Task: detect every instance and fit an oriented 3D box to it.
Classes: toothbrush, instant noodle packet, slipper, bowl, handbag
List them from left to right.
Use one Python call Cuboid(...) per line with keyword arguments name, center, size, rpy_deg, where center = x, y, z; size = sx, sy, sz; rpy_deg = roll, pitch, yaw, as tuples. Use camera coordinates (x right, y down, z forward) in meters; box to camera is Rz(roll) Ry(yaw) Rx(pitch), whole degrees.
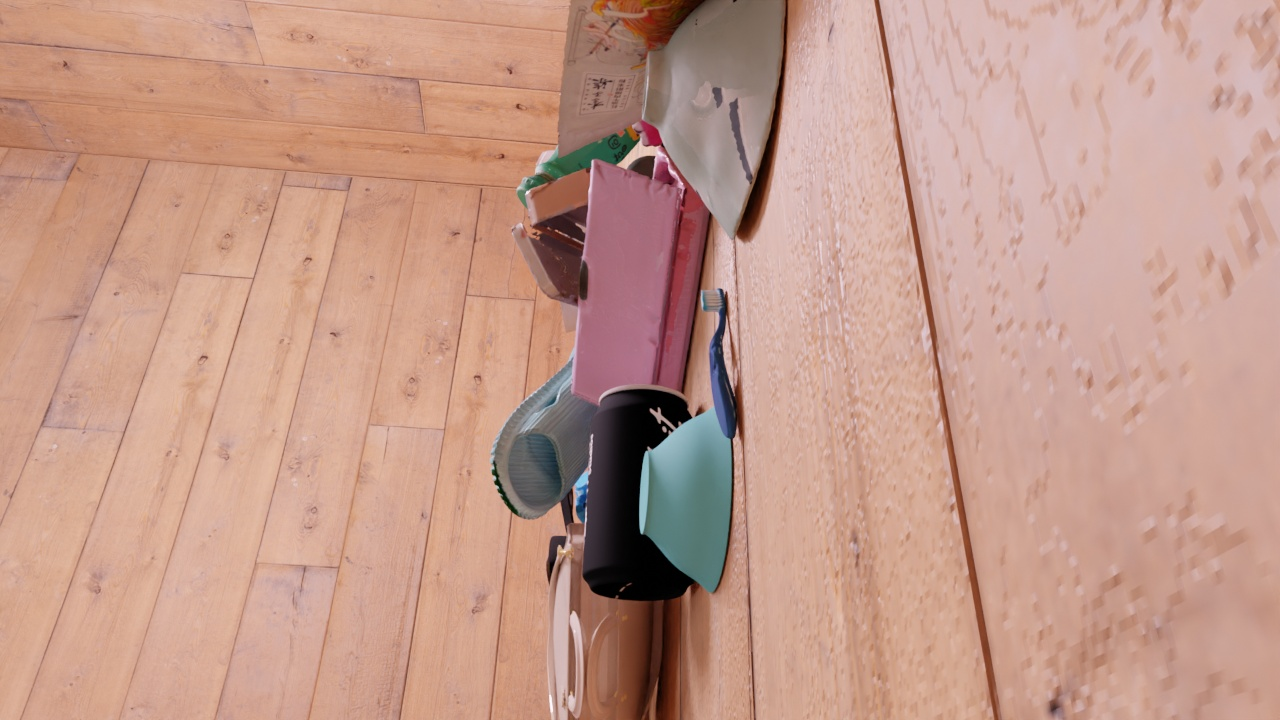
Cuboid(name="slipper", center=(-0.057, 0.052, 0.919), size=(0.275, 0.070, 0.116), rpy_deg=(-58, -40, -47))
Cuboid(name="handbag", center=(-0.034, 0.228, 0.747), size=(0.198, 0.101, 0.194), rpy_deg=(57, -147, -85))
Cuboid(name="instant noodle packet", center=(0.015, -0.223, 0.587), size=(0.057, 0.146, 0.270), rpy_deg=(58, 166, 11))
Cuboid(name="bowl", center=(0.025, 0.087, 0.593), size=(0.121, 0.046, 0.121), rpy_deg=(-178, 92, -85))
Cuboid(name="bowl", center=(0.036, -0.163, 0.558), size=(0.174, 0.068, 0.174), rpy_deg=(-176, 93, -86))
Cuboid(name="toothbrush", center=(0.049, -0.002, 0.570), size=(0.132, 0.016, 0.021), rpy_deg=(-90, 4, -46))

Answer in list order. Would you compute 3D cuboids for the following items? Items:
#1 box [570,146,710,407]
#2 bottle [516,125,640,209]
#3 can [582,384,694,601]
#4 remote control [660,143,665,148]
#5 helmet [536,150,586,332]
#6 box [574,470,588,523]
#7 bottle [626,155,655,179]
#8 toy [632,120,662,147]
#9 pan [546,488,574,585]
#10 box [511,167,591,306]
Cuboid(name="box", center=(-0.009, -0.057, 0.773), size=(0.099, 0.098, 0.233), rpy_deg=(-105, 18, -54))
Cuboid(name="bottle", center=(-0.038, -0.221, 0.883), size=(0.209, 0.068, 0.068), rpy_deg=(-51, -7, -18))
Cuboid(name="can", center=(0.000, 0.098, 0.679), size=(0.080, 0.080, 0.145), rpy_deg=(103, 170, -64))
Cuboid(name="remote control", center=(0.029, -0.278, 1.032), size=(0.140, 0.021, 0.045), rpy_deg=(-90, 8, -55))
Cuboid(name="helmet", center=(-0.092, -0.182, 1.434), size=(0.224, 0.184, 0.282), rpy_deg=(-80, 1, -80))
Cuboid(name="box", center=(-0.005, 0.098, 0.988), size=(0.174, 0.063, 0.243), rpy_deg=(-57, 4, -2))
Cuboid(name="bottle", center=(0.007, -0.172, 0.973), size=(0.108, 0.060, 0.060), rpy_deg=(120, 154, -80))
Cuboid(name="toy", center=(0.034, -0.222, 0.769), size=(0.102, 0.050, 0.065), rpy_deg=(-57, -29, -22))
Cuboid(name="pan", center=(-0.056, 0.255, 1.023), size=(0.355, 0.043, 0.249), rpy_deg=(-104, 0, -51))
Cuboid(name="box", center=(-0.030, -0.111, 0.858), size=(0.095, 0.108, 0.216), rpy_deg=(51, -167, 16))
